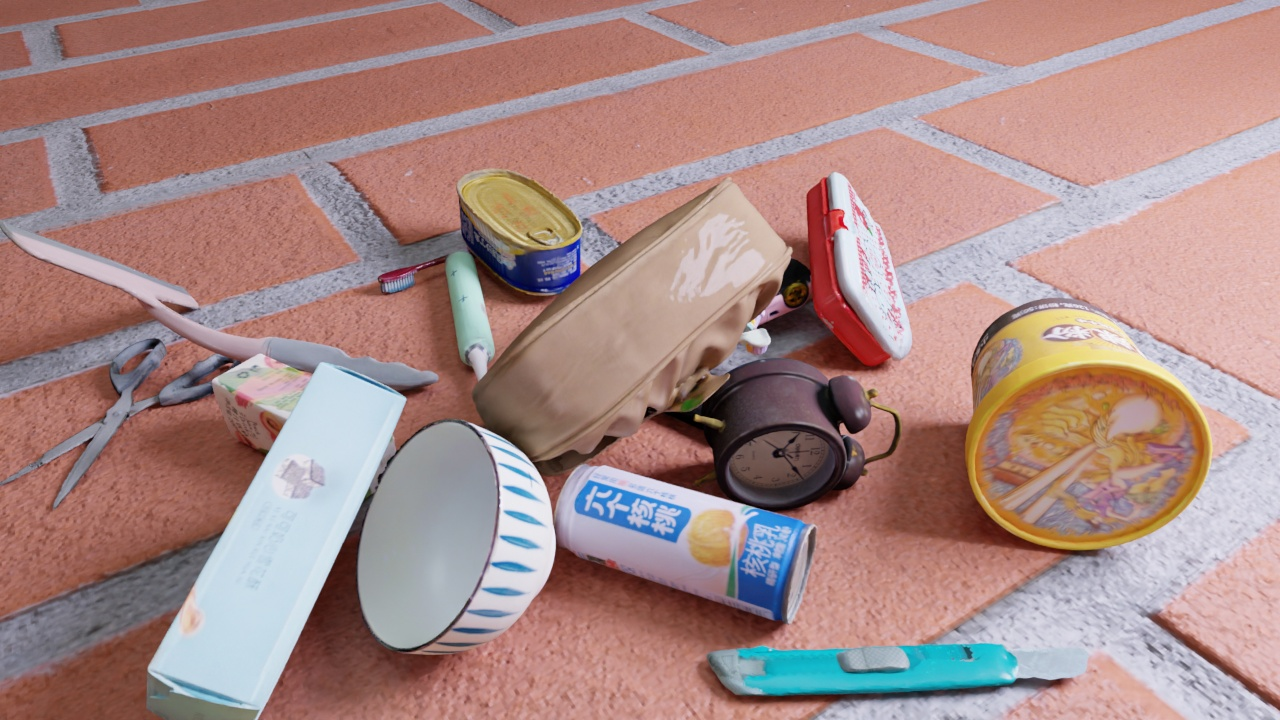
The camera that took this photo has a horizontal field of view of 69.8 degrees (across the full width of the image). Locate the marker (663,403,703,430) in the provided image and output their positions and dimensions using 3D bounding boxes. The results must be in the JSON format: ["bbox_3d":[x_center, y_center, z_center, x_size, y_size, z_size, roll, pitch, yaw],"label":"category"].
[{"bbox_3d":[0.009,0.023,0.627,0.132,0.020,0.022,22,15,31],"label":"marker"}]

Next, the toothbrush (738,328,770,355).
[{"bbox_3d":[-0.004,0.004,0.623,0.189,0.020,0.029,-12,5,-11],"label":"toothbrush"}]

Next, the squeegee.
[{"bbox_3d":[-0.266,-0.015,0.648,0.249,0.040,0.248,19,-6,-1],"label":"squeegee"}]

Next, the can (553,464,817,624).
[{"bbox_3d":[0.023,0.096,0.495,0.135,0.053,0.053,13,38,21],"label":"can"}]

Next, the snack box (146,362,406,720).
[{"bbox_3d":[-0.176,0.091,0.454,0.051,0.074,0.174,24,51,-11],"label":"snack box"}]

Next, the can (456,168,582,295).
[{"bbox_3d":[-0.103,-0.110,0.774,0.074,0.049,0.148,-22,44,-29],"label":"can"}]

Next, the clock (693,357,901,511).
[{"bbox_3d":[0.091,0.044,0.540,0.122,0.082,0.055,-3,40,1],"label":"clock"}]

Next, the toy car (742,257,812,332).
[{"bbox_3d":[0.074,-0.042,0.696,0.122,0.037,0.056,-21,40,-12],"label":"toy car"}]

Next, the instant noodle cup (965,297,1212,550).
[{"bbox_3d":[0.246,0.028,0.530,0.118,0.119,0.114,5,28,11],"label":"instant noodle cup"}]

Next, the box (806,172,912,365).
[{"bbox_3d":[0.170,-0.076,0.713,0.047,0.086,0.200,-35,24,27],"label":"box"}]

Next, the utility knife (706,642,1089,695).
[{"bbox_3d":[0.126,0.149,0.449,0.187,0.013,0.029,-2,36,1],"label":"utility knife"}]

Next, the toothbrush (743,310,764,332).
[{"bbox_3d":[0.007,-0.039,0.681,0.189,0.021,0.029,8,19,41],"label":"toothbrush"}]

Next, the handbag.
[{"bbox_3d":[-0.003,-0.013,0.544,0.204,0.148,0.100,-40,93,-22],"label":"handbag"}]

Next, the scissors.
[{"bbox_3d":[-0.361,0.036,0.645,0.159,0.014,0.177,-17,40,-16],"label":"scissors"}]

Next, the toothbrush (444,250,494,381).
[{"bbox_3d":[-0.127,-0.023,0.695,0.027,0.026,0.224,-19,37,-4],"label":"toothbrush"}]

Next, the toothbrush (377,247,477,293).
[{"bbox_3d":[-0.142,-0.093,0.808,0.187,0.017,0.016,-23,37,-30],"label":"toothbrush"}]

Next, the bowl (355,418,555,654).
[{"bbox_3d":[-0.087,0.094,0.476,0.066,0.116,0.116,25,14,-42],"label":"bowl"}]

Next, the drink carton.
[{"bbox_3d":[-0.212,0.041,0.589,0.123,0.054,0.045,19,40,26],"label":"drink carton"}]
